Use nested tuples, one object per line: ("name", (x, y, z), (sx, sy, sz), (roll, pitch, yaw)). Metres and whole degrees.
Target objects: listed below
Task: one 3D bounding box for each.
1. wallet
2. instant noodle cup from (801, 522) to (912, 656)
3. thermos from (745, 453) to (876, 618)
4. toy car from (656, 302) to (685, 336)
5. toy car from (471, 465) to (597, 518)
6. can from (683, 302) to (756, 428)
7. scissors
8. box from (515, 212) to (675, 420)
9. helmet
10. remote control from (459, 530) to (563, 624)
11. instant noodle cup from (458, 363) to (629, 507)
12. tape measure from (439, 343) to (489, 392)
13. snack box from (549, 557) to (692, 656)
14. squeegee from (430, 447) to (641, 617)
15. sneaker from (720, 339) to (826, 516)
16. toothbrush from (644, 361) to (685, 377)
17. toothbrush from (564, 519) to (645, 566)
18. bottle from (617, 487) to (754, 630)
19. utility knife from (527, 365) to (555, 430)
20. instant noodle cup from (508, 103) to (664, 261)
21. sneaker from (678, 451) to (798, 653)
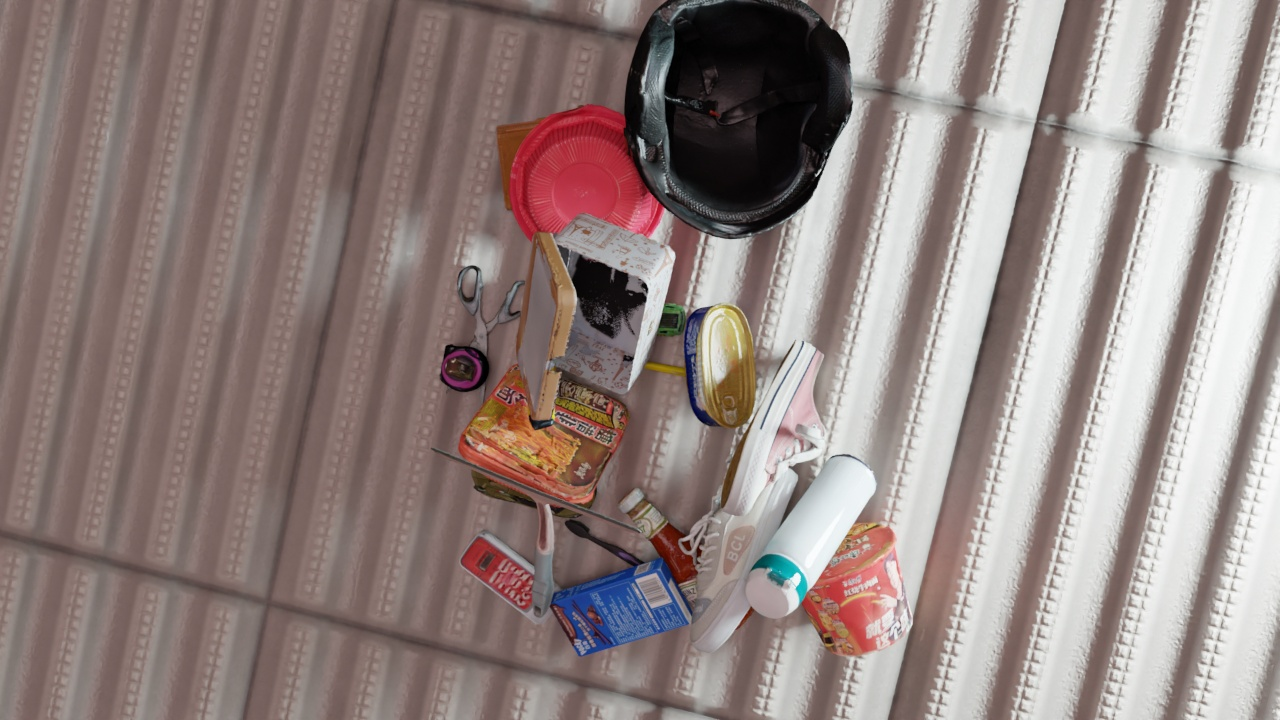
("wallet", (-0.108, -0.251, 1.125), (0.131, 0.035, 0.119), (-6, 93, 5))
("instant noodle cup", (0.248, 0.268, 1.066), (0.138, 0.138, 0.108), (-22, 98, 5))
("thermos", (0.190, 0.197, 1.030), (0.073, 0.223, 0.073), (22, 132, 26))
("toy car", (0.009, -0.051, 1.122), (0.091, 0.036, 0.043), (3, 93, 8))
("toy car", (-0.131, 0.149, 1.137), (0.158, 0.042, 0.070), (15, 93, 1))
("can", (0.093, 0.007, 1.095), (0.074, 0.049, 0.148), (-6, 90, -26))
("scissors", (-0.197, -0.038, 1.152), (0.159, 0.014, 0.175), (-26, 92, 7))
("box", (-0.074, -0.041, 1.017), (0.153, 0.180, 0.183), (21, 132, 10))
("helmet", (0.098, -0.271, 1.012), (0.233, 0.230, 0.275), (3, 96, -3))
("remote control", (-0.162, 0.272, 1.152), (0.136, 0.020, 0.056), (37, 93, 3))
("instant noodle cup", (-0.113, 0.097, 1.084), (0.164, 0.188, 0.079), (24, 127, 4))
("tape measure", (-0.217, 0.011, 1.131), (0.058, 0.039, 0.057), (15, 97, 4))
("snack box", (-0.025, 0.300, 1.110), (0.157, 0.026, 0.084), (-22, 106, 20))
("squeegee", (-0.113, 0.212, 1.043), (0.248, 0.040, 0.250), (19, 134, 16))
("sneaker", (0.169, 0.083, 1.046), (0.088, 0.118, 0.240), (28, 58, 6))
("toothbrush", (-0.007, 0.007, 1.134), (0.190, 0.015, 0.016), (10, 99, 4))
("toothbrush", (-0.012, 0.248, 1.145), (0.189, 0.016, 0.014), (30, 105, 0))
("bottle", (0.052, 0.240, 1.114), (0.060, 0.059, 0.206), (-43, 88, 4))
("utility knife", (-0.117, 0.019, 1.092), (0.033, 0.164, 0.015), (13, 133, -16))
("instant noodle cup", (-0.064, -0.200, 1.084), (0.194, 0.065, 0.194), (1, 107, 2))
("sneaker", (0.098, 0.211, 1.058), (0.091, 0.090, 0.241), (29, 64, -4))
